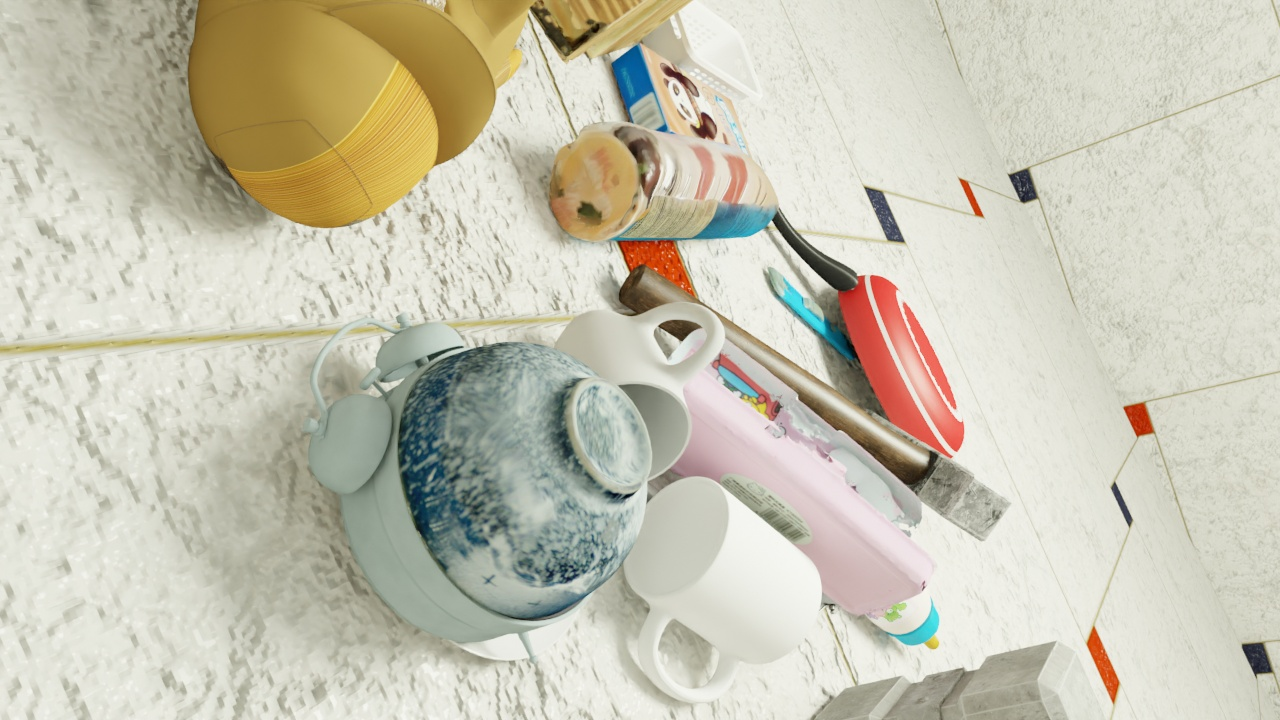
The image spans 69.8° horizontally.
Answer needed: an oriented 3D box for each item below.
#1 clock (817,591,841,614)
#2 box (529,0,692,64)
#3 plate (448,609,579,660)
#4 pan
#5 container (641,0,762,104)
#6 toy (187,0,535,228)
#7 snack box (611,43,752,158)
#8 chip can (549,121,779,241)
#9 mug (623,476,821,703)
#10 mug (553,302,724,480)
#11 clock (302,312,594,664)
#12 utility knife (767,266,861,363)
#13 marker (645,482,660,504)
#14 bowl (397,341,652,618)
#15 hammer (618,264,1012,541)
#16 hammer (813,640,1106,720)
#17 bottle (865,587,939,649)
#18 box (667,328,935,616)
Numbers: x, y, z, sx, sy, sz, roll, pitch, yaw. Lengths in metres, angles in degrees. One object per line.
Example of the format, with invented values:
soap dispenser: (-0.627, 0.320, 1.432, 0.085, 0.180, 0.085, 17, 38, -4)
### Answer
clock: (0.121, 0.118, 0.636, 0.094, 0.035, 0.122, 32, 54, -6)
box: (-0.016, -0.394, 0.630, 0.279, 0.258, 0.214, 58, 30, -9)
plate: (-0.074, 0.074, 0.437, 0.134, 0.011, 0.134, 35, 41, -38)
pan: (0.223, -0.049, 0.907, 0.356, 0.067, 0.208, 55, 23, -19)
container: (0.053, -0.280, 0.849, 0.129, 0.050, 0.080, 8, 61, -54)
toy: (-0.120, -0.155, 0.412, 0.199, 0.163, 0.202, 53, 40, -49)
snack box: (0.042, -0.205, 0.792, 0.151, 0.034, 0.087, 8, 60, -54)
chip can: (0.029, -0.127, 0.673, 0.229, 0.080, 0.080, -14, 79, -59)
mug: (0.040, 0.135, 0.513, 0.090, 0.074, 0.110, 41, 64, -32)
mug: (-0.003, 0.003, 0.501, 0.071, 0.107, 0.089, 44, 17, -34)
clock: (-0.076, 0.049, 0.395, 0.159, 0.045, 0.122, 50, 34, -19)
utility knife: (0.173, -0.038, 0.882, 0.173, 0.015, 0.031, 36, 42, -40)
marker: (0.035, 0.104, 0.564, 0.138, 0.022, 0.016, 42, 51, -33)
bowl: (-0.032, 0.040, 0.366, 0.114, 0.061, 0.114, 34, 43, -40)
hammer: (0.107, 0.014, 0.689, 0.300, 0.037, 0.217, 32, 5, -16)
hammer: (0.131, 0.246, 0.464, 0.316, 0.163, 0.083, -6, 73, -57)
bottle: (0.195, 0.182, 0.715, 0.146, 0.051, 0.051, 49, 34, -23)
box: (0.095, 0.064, 0.581, 0.202, 0.088, 0.095, 39, 48, -6)
